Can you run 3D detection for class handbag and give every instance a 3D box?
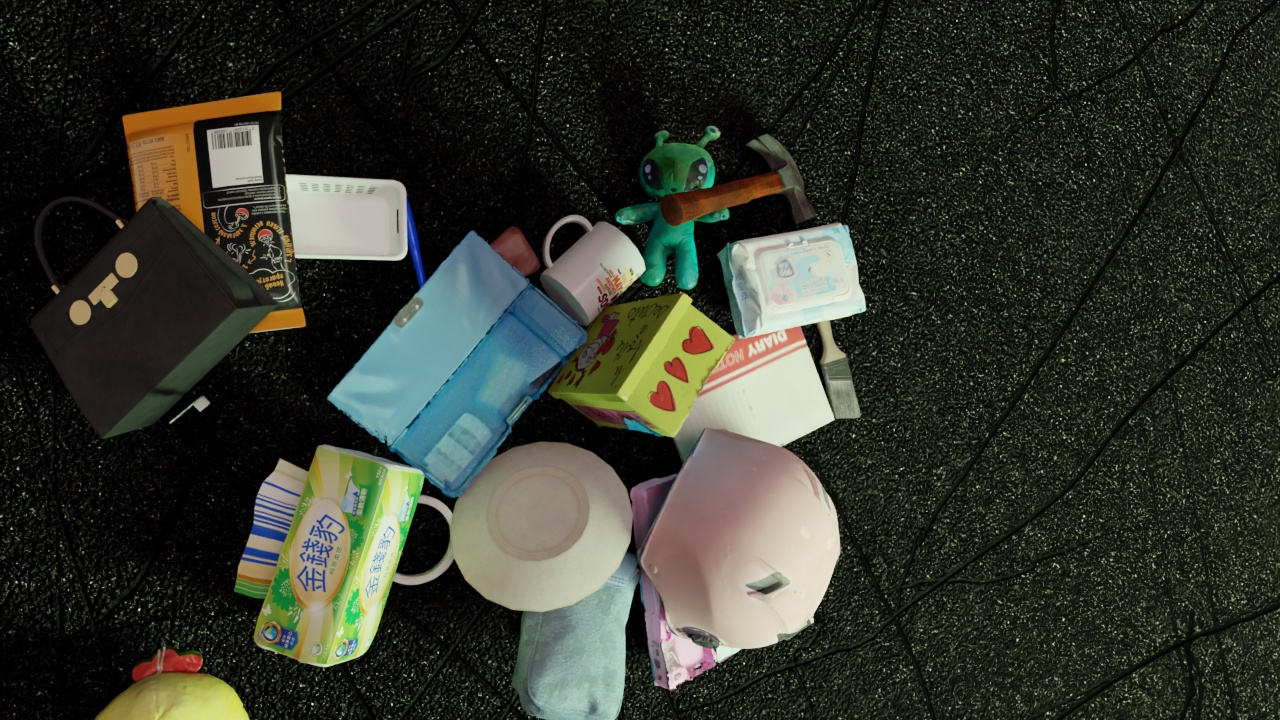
[{"bbox_3d":[-0.467,-0.065,0.825,0.176,0.072,0.196,-41,91,10],"label":"handbag"},{"bbox_3d":[-0.170,-0.092,0.987,0.119,0.029,0.055,-34,105,-13],"label":"handbag"},{"bbox_3d":[-0.071,0.281,0.958,0.121,0.119,0.191,18,57,-20],"label":"handbag"}]

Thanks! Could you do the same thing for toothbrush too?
[{"bbox_3d":[-0.236,-0.095,0.965,0.018,0.016,0.182,-13,93,-16],"label":"toothbrush"},{"bbox_3d":[-0.397,0.046,0.810,0.010,0.182,0.010,-42,106,-12],"label":"toothbrush"}]

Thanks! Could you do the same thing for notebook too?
[{"bbox_3d":[0.124,0.043,1.099,0.208,0.012,0.153,-24,96,-20],"label":"notebook"}]

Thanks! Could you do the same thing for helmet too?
[{"bbox_3d":[0.130,0.200,0.991,0.229,0.153,0.255,-54,134,-35],"label":"helmet"}]

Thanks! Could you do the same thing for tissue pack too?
[{"bbox_3d":[-0.315,0.177,0.885,0.141,0.120,0.197,15,76,9],"label":"tissue pack"},{"bbox_3d":[0.185,-0.096,1.091,0.181,0.070,0.112,-13,84,-21],"label":"tissue pack"}]

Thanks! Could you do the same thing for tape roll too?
[{"bbox_3d":[-0.236,0.186,0.957,0.093,0.013,0.093,1,88,-21],"label":"tape roll"}]

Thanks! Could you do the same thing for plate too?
[{"bbox_3d":[-0.104,0.162,0.942,0.189,0.027,0.188,-1,56,2],"label":"plate"}]

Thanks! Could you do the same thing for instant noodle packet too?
[{"bbox_3d":[-0.405,-0.133,0.868,0.160,0.032,0.221,-6,91,7],"label":"instant noodle packet"}]

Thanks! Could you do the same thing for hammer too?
[{"bbox_3d":[0.108,-0.185,1.007,0.299,0.028,0.111,-27,95,-54],"label":"hammer"}]

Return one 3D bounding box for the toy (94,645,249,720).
[{"bbox_3d":[-0.426,0.373,0.838,0.133,0.092,0.207,-9,94,-18],"label":"toy"}]

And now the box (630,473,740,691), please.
[{"bbox_3d":[0.066,0.237,1.047,0.159,0.035,0.230,-12,99,-41],"label":"box"}]

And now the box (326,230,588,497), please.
[{"bbox_3d":[-0.186,0.004,0.963,0.174,0.033,0.231,43,78,-17],"label":"box"}]

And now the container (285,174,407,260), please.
[{"bbox_3d":[-0.303,-0.140,0.922,0.129,0.050,0.080,-1,89,-21],"label":"container"}]

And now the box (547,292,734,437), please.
[{"bbox_3d":[-0.006,0.005,0.940,0.081,0.221,0.124,36,78,-15],"label":"box"}]

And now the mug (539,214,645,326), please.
[{"bbox_3d":[-0.061,-0.106,1.000,0.089,0.074,0.105,-45,103,-16],"label":"mug"}]

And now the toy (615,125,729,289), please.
[{"bbox_3d":[0.040,-0.177,1.046,0.131,0.072,0.193,5,86,13],"label":"toy"}]

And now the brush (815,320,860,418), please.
[{"bbox_3d":[0.241,0.002,1.145,0.038,0.012,0.151,-16,94,-20],"label":"brush"}]
